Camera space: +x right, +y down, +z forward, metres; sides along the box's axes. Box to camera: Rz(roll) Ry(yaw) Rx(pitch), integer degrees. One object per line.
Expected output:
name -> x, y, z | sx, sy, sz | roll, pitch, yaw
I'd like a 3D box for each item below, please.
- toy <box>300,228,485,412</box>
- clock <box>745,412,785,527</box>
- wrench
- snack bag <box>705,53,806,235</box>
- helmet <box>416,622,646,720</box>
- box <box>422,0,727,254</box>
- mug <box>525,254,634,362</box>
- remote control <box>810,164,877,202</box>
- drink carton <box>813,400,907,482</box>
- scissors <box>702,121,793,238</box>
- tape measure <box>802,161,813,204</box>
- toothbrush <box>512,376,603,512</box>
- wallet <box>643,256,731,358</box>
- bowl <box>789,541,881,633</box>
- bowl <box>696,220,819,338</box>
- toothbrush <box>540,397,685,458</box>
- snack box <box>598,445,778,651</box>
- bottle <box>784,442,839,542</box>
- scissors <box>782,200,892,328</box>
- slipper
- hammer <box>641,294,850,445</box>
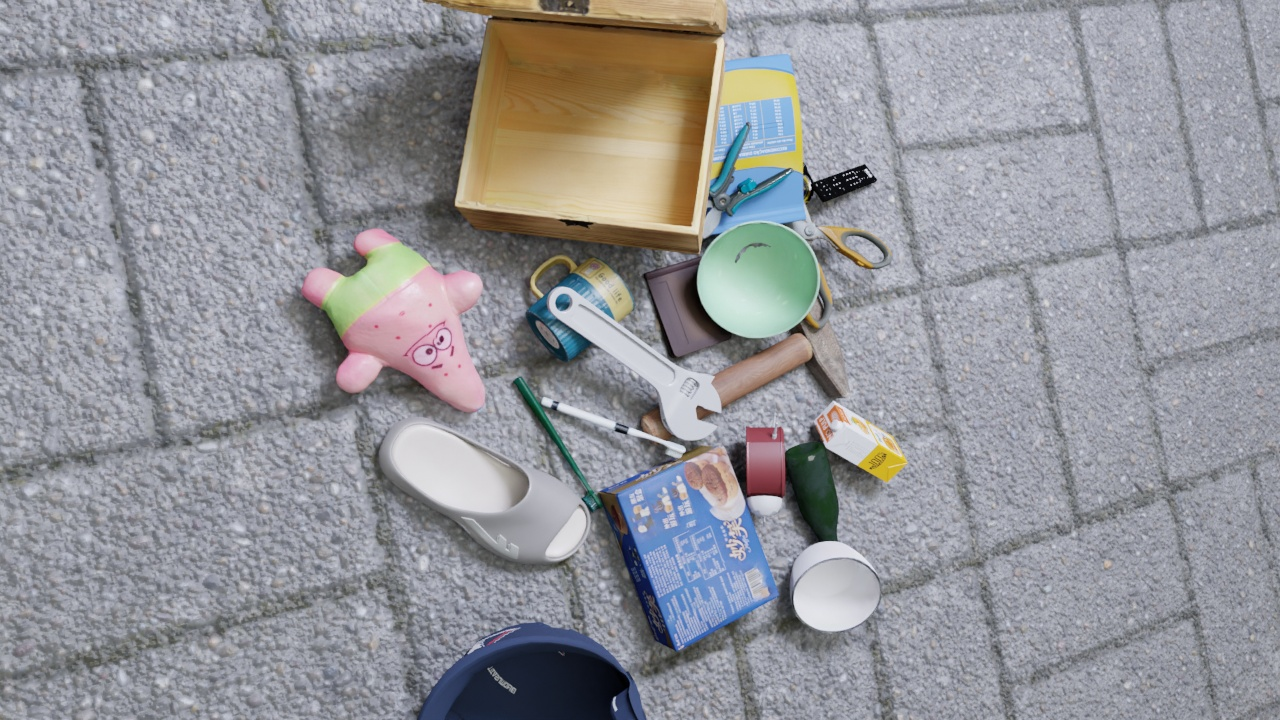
toy -> -0.254, -0.030, 1.018 | 0.192, 0.097, 0.237 | -42, 109, -10
clock -> 0.157, 0.140, 1.158 | 0.048, 0.096, 0.137 | -1, 96, 7
wrench -> -0.007, 0.006, 1.083 | 0.273, 0.018, 0.086 | 34, 84, -26
snack bag -> 0.122, -0.269, 1.164 | 0.159, 0.102, 0.205 | -11, 93, -10
helmet -> -0.119, 0.379, 0.963 | 0.232, 0.223, 0.272 | -36, 129, -6
box -> -0.056, -0.300, 0.948 | 0.279, 0.323, 0.283 | 7, 81, 8
mug -> -0.083, -0.070, 1.097 | 0.107, 0.083, 0.113 | -41, 79, -16
remote control -> 0.279, -0.243, 1.253 | 0.139, 0.009, 0.030 | -26, 77, -42
drink carton -> 0.290, 0.107, 1.221 | 0.122, 0.058, 0.040 | 29, 114, -24
scissors -> 0.117, -0.223, 1.125 | 0.154, 0.019, 0.124 | -19, 115, -8
tape measure -> 0.202, -0.232, 1.238 | 0.061, 0.034, 0.061 | -18, 90, -19
toothbrush -> -0.101, 0.103, 1.106 | 0.017, 0.016, 0.190 | -33, 98, -16
wallet -> 0.063, -0.070, 1.183 | 0.091, 0.018, 0.115 | -19, 91, -21
bowl -> 0.246, 0.285, 1.184 | 0.116, 0.065, 0.116 | -1, 111, -2
bowl -> 0.148, -0.110, 1.159 | 0.151, 0.076, 0.151 | 3, 112, 7
toothbrush -> -0.034, 0.082, 1.116 | 0.187, 0.012, 0.017 | 20, 113, -6
snack box -> 0.060, 0.226, 1.131 | 0.154, 0.069, 0.203 | -22, 94, -21
bottle -> 0.237, 0.197, 1.212 | 0.055, 0.055, 0.174 | -22, 102, -21
scissors -> 0.243, -0.159, 1.219 | 0.216, 0.016, 0.225 | -14, 88, -19
slipper -> -0.168, 0.150, 1.042 | 0.266, 0.081, 0.112 | 34, 72, -16
hammer -> 0.133, 0.032, 1.191 | 0.300, 0.037, 0.158 | -26, 96, -21
